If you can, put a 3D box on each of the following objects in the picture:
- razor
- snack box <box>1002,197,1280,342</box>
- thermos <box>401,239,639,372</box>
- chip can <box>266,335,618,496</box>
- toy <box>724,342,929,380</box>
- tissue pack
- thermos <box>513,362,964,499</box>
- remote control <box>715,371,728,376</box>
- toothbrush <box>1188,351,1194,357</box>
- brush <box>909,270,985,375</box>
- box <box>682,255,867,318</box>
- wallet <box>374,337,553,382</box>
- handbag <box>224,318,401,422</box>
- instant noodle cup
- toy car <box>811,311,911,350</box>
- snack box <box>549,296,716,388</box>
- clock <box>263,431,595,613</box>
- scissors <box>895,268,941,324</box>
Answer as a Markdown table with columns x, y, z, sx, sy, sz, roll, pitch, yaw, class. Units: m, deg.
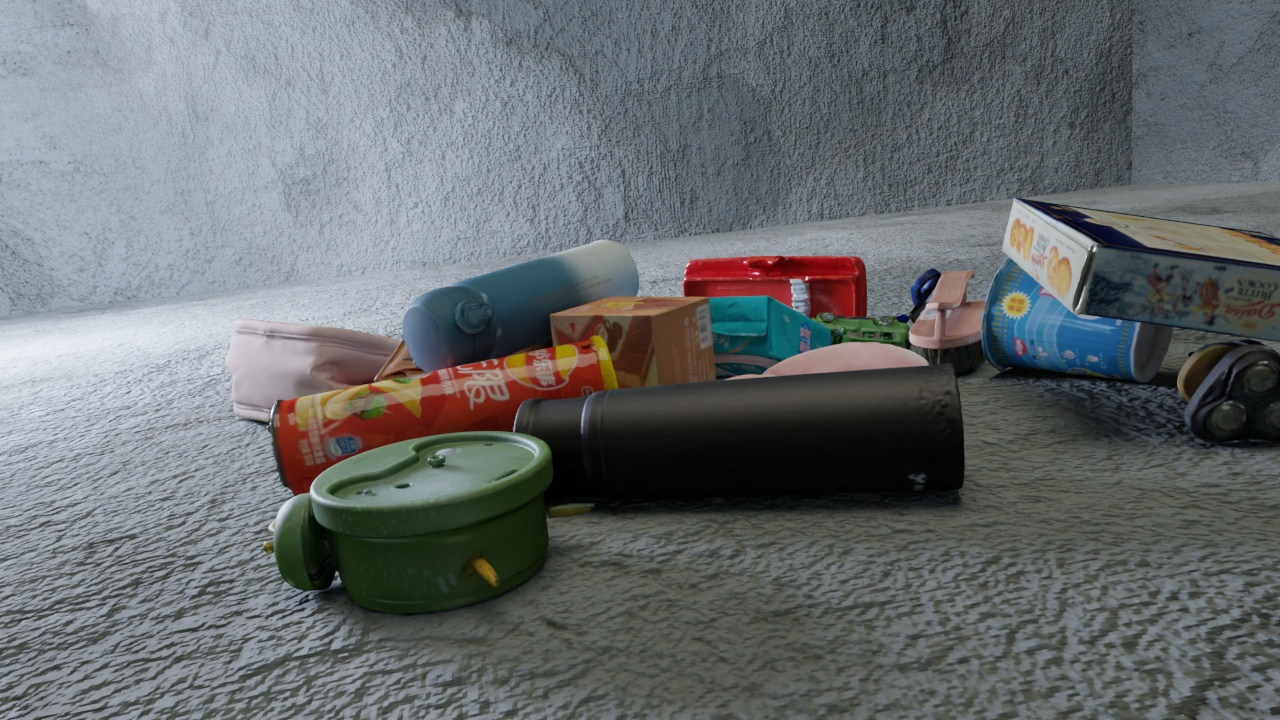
| x | y | z | sx | sy | sz | roll | pitch | yaw | class |
| --- | --- | --- | --- | --- | --- | --- | --- | --- | --- |
| 0.376 | 0.013 | 0.569 | 0.067 | 0.062 | 0.167 | 36 | 26 | 26 | razor |
| 0.349 | -0.060 | 0.594 | 0.182 | 0.046 | 0.177 | 8 | 19 | 5 | snack box |
| -0.085 | -0.043 | 0.700 | 0.070 | 0.070 | 0.219 | 2 | 17 | 34 | thermos |
| -0.122 | 0.037 | 0.600 | 0.216 | 0.073 | 0.073 | -11 | 12 | -7 | chip can |
| 0.124 | 0.018 | 0.636 | 0.159 | 0.054 | 0.121 | -8 | 3 | -37 | toy |
| 0.089 | -0.016 | 0.737 | 0.093 | 0.050 | 0.133 | 1 | -11 | 36 | tissue pack |
| 0.054 | 0.044 | 0.530 | 0.243 | 0.068 | 0.090 | -4 | -11 | 14 | thermos |
| 0.064 | 0.000 | 0.842 | 0.125 | 0.024 | 0.049 | -3 | 11 | 11 | remote control |
| 0.454 | 0.010 | 0.617 | 0.016 | 0.014 | 0.189 | -23 | 16 | -18 | toothbrush |
| 0.267 | -0.034 | 0.788 | 0.063 | 0.073 | 0.145 | 1 | 15 | 28 | brush |
| 0.119 | -0.057 | 0.921 | 0.201 | 0.095 | 0.100 | 3 | 11 | 32 | box |
| -0.127 | 0.006 | 0.707 | 0.130 | 0.035 | 0.119 | 1 | 20 | 1 | wallet |
| -0.254 | 0.003 | 0.885 | 0.194 | 0.093 | 0.233 | 6 | 8 | 42 | handbag |
| 0.334 | -0.029 | 0.695 | 0.099 | 0.099 | 0.110 | -15 | 22 | -40 | instant noodle cup |
| 0.190 | -0.016 | 0.803 | 0.091 | 0.043 | 0.036 | 5 | 37 | 15 | toy car |
| -0.004 | 0.004 | 0.680 | 0.094 | 0.093 | 0.076 | 3 | 15 | 35 | snack box |
| -0.115 | 0.077 | 0.463 | 0.161 | 0.056 | 0.115 | 0 | 12 | 26 | clock |
| 0.258 | -0.044 | 0.882 | 0.162 | 0.012 | 0.162 | -39 | -20 | -14 | scissors |
